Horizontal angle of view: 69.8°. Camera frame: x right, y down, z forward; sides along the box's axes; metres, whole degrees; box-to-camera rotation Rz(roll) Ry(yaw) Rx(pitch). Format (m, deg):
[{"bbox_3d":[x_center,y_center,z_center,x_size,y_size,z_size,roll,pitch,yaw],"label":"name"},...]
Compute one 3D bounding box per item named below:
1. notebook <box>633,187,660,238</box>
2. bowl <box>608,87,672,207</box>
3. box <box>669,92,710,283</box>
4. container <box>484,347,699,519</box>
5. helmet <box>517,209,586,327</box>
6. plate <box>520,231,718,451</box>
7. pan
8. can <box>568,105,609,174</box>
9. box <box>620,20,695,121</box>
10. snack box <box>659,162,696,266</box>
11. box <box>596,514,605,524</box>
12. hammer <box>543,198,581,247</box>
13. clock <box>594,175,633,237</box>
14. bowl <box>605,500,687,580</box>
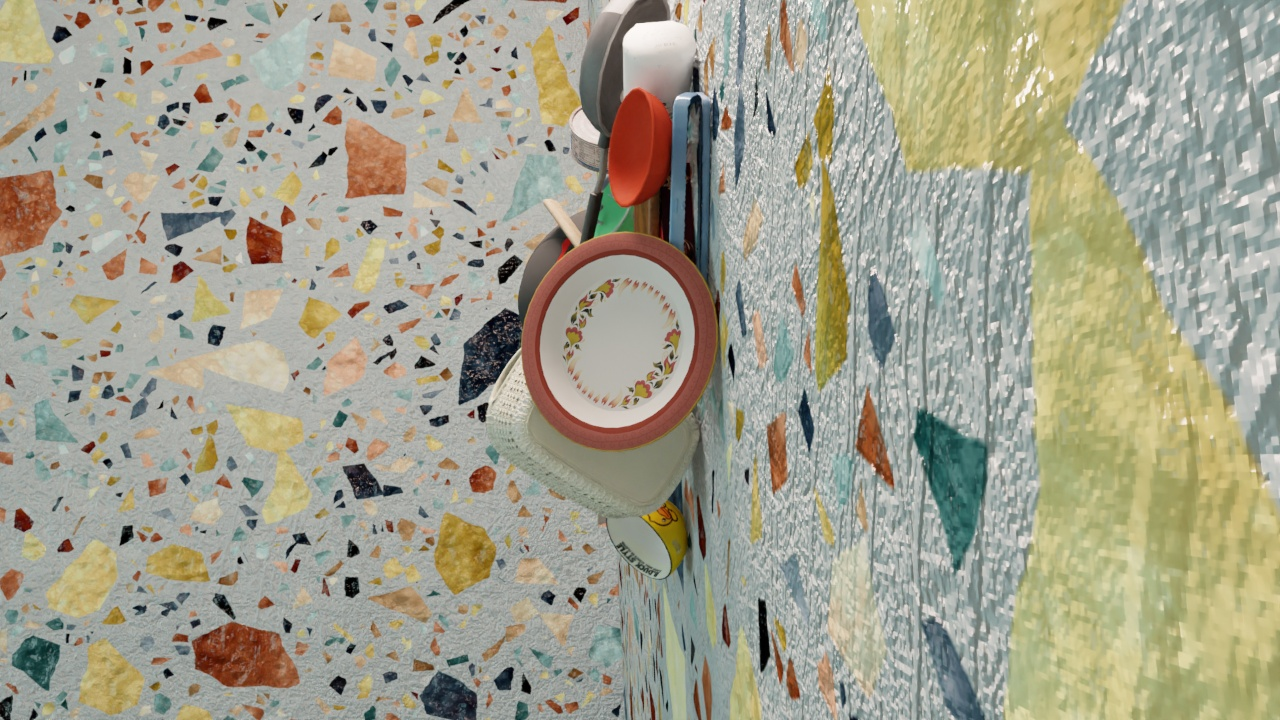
[{"bbox_3d":[0.006,-0.162,1.130,0.178,0.014,0.250,-102,10,-59],"label":"notebook"},{"bbox_3d":[0.004,-0.219,0.954,0.122,0.035,0.122,-178,90,-67],"label":"bowl"},{"bbox_3d":[0.059,-0.168,0.946,0.066,0.049,0.210,-59,-27,-64],"label":"box"},{"bbox_3d":[-0.050,0.078,1.082,0.184,0.246,0.143,-60,13,-8],"label":"container"},{"bbox_3d":[-0.102,-0.115,1.424,0.169,0.164,0.265,-30,-37,-63],"label":"helmet"},{"bbox_3d":[-0.024,-0.019,0.958,0.021,0.230,0.229,15,-110,-63],"label":"plate"},{"bbox_3d":[-0.043,-0.285,1.144,0.178,0.041,0.358,-41,-29,-55],"label":"pan"},{"bbox_3d":[-0.033,-0.311,1.267,0.129,0.130,0.044,-97,7,-45],"label":"can"},{"bbox_3d":[0.018,-0.308,1.024,0.163,0.084,0.112,93,165,-57],"label":"box"},{"bbox_3d":[0.036,-0.150,1.107,0.152,0.036,0.132,130,137,-83],"label":"snack box"},{"bbox_3d":[-0.031,0.142,1.392,0.095,0.185,0.145,22,121,37],"label":"box"},{"bbox_3d":[-0.057,-0.122,1.274,0.031,0.119,0.331,-55,51,23],"label":"hammer"},{"bbox_3d":[-0.028,-0.222,1.299,0.122,0.075,0.161,-45,37,31],"label":"clock"},{"bbox_3d":[0.018,0.226,1.227,0.117,0.067,0.117,29,138,30],"label":"bowl"}]
